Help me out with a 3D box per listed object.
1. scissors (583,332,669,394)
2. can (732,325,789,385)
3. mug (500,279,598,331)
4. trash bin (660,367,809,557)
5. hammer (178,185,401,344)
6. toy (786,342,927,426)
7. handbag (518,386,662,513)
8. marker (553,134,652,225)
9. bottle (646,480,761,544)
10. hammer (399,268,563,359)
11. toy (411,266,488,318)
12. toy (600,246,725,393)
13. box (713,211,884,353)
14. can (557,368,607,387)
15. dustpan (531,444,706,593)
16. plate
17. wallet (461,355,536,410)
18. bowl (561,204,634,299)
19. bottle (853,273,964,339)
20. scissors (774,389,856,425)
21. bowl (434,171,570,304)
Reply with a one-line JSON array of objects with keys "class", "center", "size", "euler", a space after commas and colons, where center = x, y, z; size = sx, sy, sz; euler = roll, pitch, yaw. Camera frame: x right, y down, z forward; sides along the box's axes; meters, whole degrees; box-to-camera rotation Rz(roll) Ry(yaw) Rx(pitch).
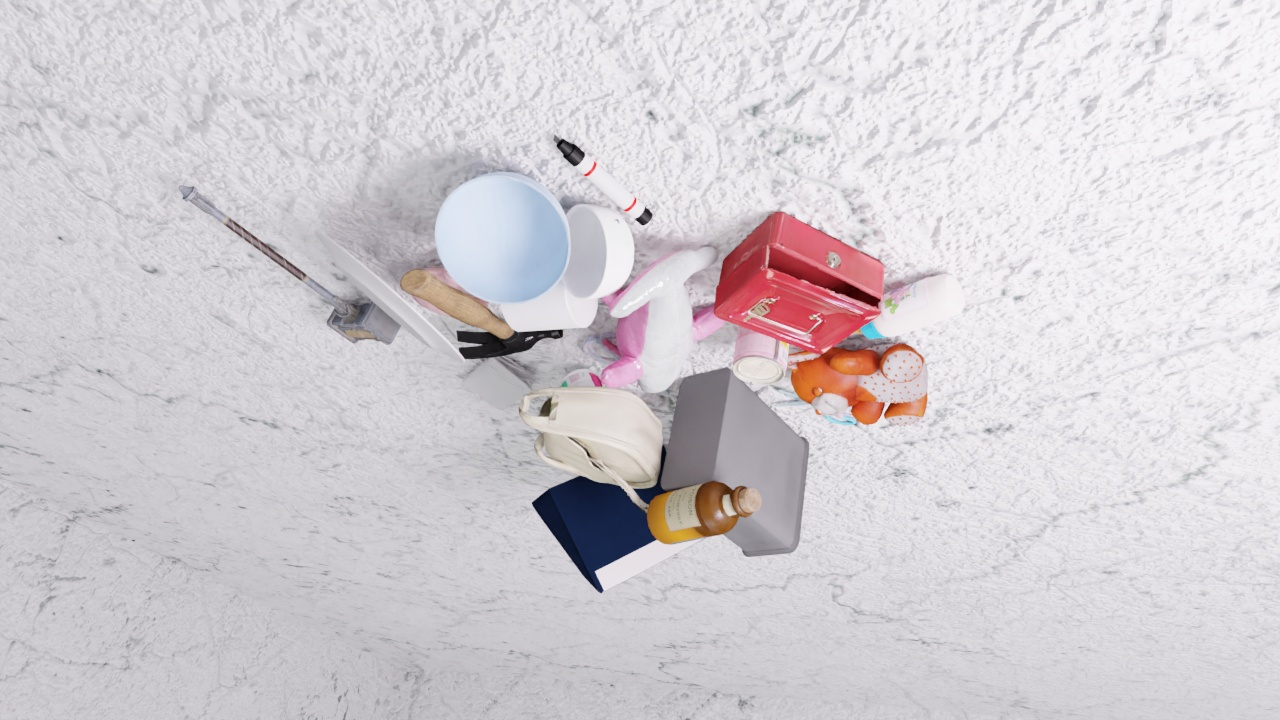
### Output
[{"class": "scissors", "center": [-0.010, 0.009, 1.311], "size": [0.077, 0.017, 0.174], "euler": [-17, 142, 33]}, {"class": "can", "center": [0.152, -0.018, 1.147], "size": [0.067, 0.076, 0.067], "euler": [9, 149, 5]}, {"class": "mug", "center": [-0.115, -0.094, 1.108], "size": [0.090, 0.090, 0.121], "euler": [-3, 129, 23]}, {"class": "trash bin", "center": [0.141, 0.148, 1.315], "size": [0.098, 0.191, 0.220], "euler": [-14, 139, 37]}, {"class": "hammer", "center": [-0.460, -0.123, 1.198], "size": [0.099, 0.044, 0.322], "euler": [3, 151, 41]}, {"class": "toy", "center": [0.274, 0.028, 1.165], "size": [0.173, 0.092, 0.164], "euler": [1, 153, 22]}, {"class": "handbag", "center": [-0.063, 0.122, 1.217], "size": [0.184, 0.131, 0.229], "euler": [5, 157, 1]}, {"class": "marker", "center": [-0.041, -0.193, 0.982], "size": [0.019, 0.019, 0.145], "euler": [-18, 138, 40]}, {"class": "bottle", "center": [0.084, 0.190, 1.164], "size": [0.068, 0.067, 0.157], "euler": [33, 142, -32]}, {"class": "hammer", "center": [-0.208, -0.055, 1.126], "size": [0.132, 0.040, 0.305], "euler": [-13, 166, 12]}, {"class": "toy", "center": [-0.237, -0.095, 1.182], "size": [0.108, 0.053, 0.105], "euler": [26, 137, -31]}, {"class": "toy", "center": [0.006, -0.053, 1.129], "size": [0.128, 0.186, 0.266], "euler": [49, 158, 21]}, {"class": "box", "center": [0.176, -0.077, 1.034], "size": [0.158, 0.086, 0.130], "euler": [22, 147, -18]}, {"class": "can", "center": [-0.067, 0.087, 1.381], "size": [0.088, 0.088, 0.166], "euler": [1, 147, 17]}, {"class": "dustpan", "center": [-0.055, 0.209, 1.459], "size": [0.235, 0.273, 0.080], "euler": [-18, 166, -39]}, {"class": "plate", "center": [-0.317, -0.073, 1.150], "size": [0.242, 0.016, 0.243], "euler": [39, 169, 9]}, {"class": "wallet", "center": [-0.214, 0.030, 1.400], "size": [0.086, 0.032, 0.116], "euler": [39, 143, -21]}, {"class": "bowl", "center": [-0.046, -0.122, 1.029], "size": [0.054, 0.105, 0.105], "euler": [-7, 163, -36]}, {"class": "bottle", "center": [0.298, -0.056, 1.060], "size": [0.051, 0.051, 0.147], "euler": [33, 143, -32]}, {"class": "scissors", "center": [0.261, 0.058, 1.295], "size": [0.136, 0.015, 0.126], "euler": [16, 149, -18]}, {"class": "bowl", "center": [-0.147, -0.146, 1.022], "size": [0.150, 0.074, 0.151], "euler": [2, 121, 3]}]
